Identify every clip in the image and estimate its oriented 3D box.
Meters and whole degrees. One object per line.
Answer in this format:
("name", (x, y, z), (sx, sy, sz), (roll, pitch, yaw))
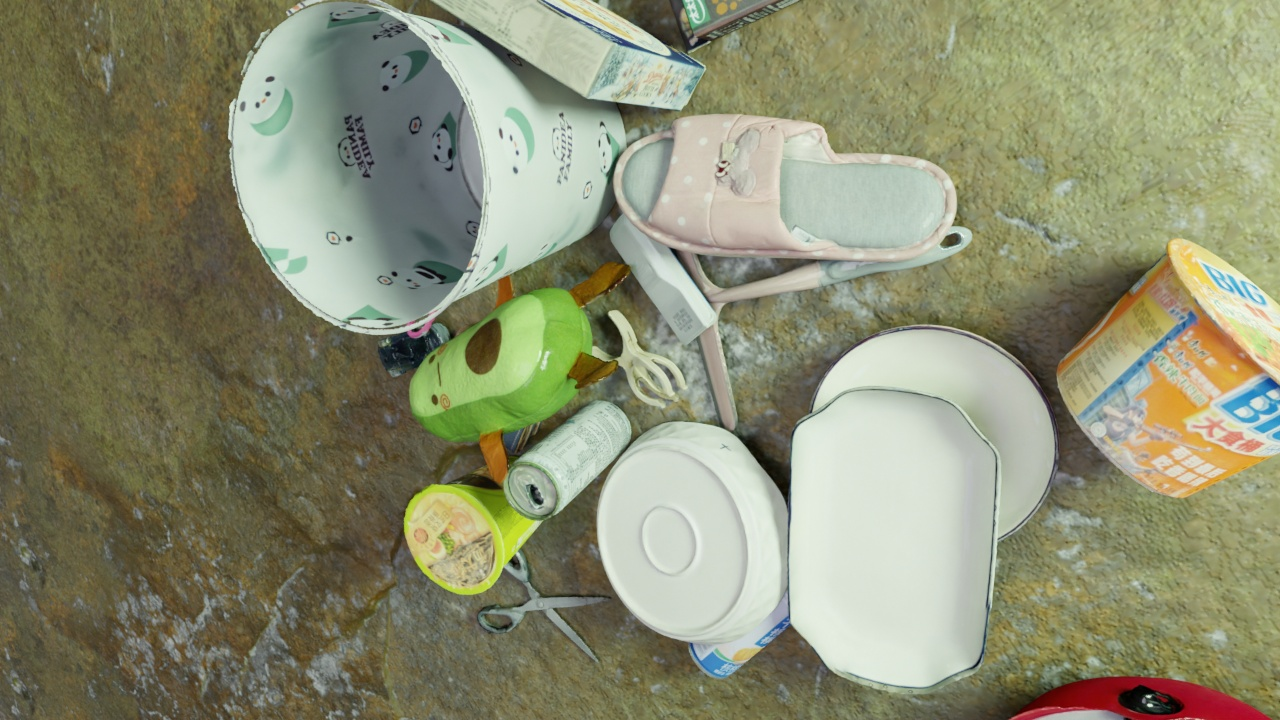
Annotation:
("clip", (-0.002, 0.001, 0.843), (0.100, 0.034, 0.070), (42, 120, 19))

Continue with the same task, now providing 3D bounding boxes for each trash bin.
("trash bin", (-0.145, -0.161, 0.735), (0.230, 0.251, 0.230), (8, 109, 25))

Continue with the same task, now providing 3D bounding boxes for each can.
("can", (0.104, 0.238, 0.850), (0.053, 0.053, 0.135), (44, 120, 8))
("can", (-0.063, 0.087, 0.831), (0.058, 0.146, 0.058), (9, 113, 22))

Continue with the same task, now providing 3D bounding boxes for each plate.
("plate", (0.038, 0.159, 0.833), (0.205, 0.045, 0.205), (4, 97, 38))
("plate", (0.232, 0.061, 0.739), (0.193, 0.038, 0.192), (8, 109, 24))
("plate", (0.201, 0.143, 0.737), (0.162, 0.034, 0.266), (5, 109, 26))

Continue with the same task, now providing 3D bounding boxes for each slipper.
("slipper", (0.103, -0.133, 0.714), (0.275, 0.054, 0.114), (12, 80, 20))

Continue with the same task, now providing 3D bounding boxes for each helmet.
("helmet", (0.389, 0.327, 0.689), (0.240, 0.143, 0.207), (14, 112, 37))

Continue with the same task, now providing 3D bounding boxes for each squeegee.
("squeegee", (0.139, -0.070, 0.745), (0.250, 0.040, 0.248), (-12, 99, 28))

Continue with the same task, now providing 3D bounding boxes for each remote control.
("remote control", (0.017, -0.073, 0.801), (0.125, 0.024, 0.049), (55, 149, 4))

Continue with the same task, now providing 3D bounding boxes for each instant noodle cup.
("instant noodle cup", (0.361, 0.012, 0.603), (0.151, 0.151, 0.112), (44, 128, 8))
("instant noodle cup", (-0.152, 0.153, 0.911), (0.112, 0.123, 0.112), (7, 109, 23))

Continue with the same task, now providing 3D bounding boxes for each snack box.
("snack box", (0.066, -0.315, 0.702), (0.126, 0.053, 0.113), (-17, 98, 24))
("snack box", (-0.062, -0.256, 0.703), (0.178, 0.182, 0.046), (34, 113, 14))

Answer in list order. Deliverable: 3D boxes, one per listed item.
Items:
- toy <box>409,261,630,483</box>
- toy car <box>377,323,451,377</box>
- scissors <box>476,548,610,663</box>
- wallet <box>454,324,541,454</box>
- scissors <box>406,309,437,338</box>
("toy", (-0.114, 0.003, 0.809), (0.247, 0.226, 0.090), (-26, 137, 30))
("toy car", (-0.235, -0.013, 0.951), (0.091, 0.034, 0.043), (-18, 100, 31))
("scissors", (-0.111, 0.265, 0.989), (0.178, 0.014, 0.160), (46, 120, 6))
("wallet", (-0.149, 0.029, 0.924), (0.115, 0.033, 0.090), (33, 115, 15))
("scissors", (-0.199, -0.086, 0.911), (0.133, 0.017, 0.118), (-48, 57, 13))
